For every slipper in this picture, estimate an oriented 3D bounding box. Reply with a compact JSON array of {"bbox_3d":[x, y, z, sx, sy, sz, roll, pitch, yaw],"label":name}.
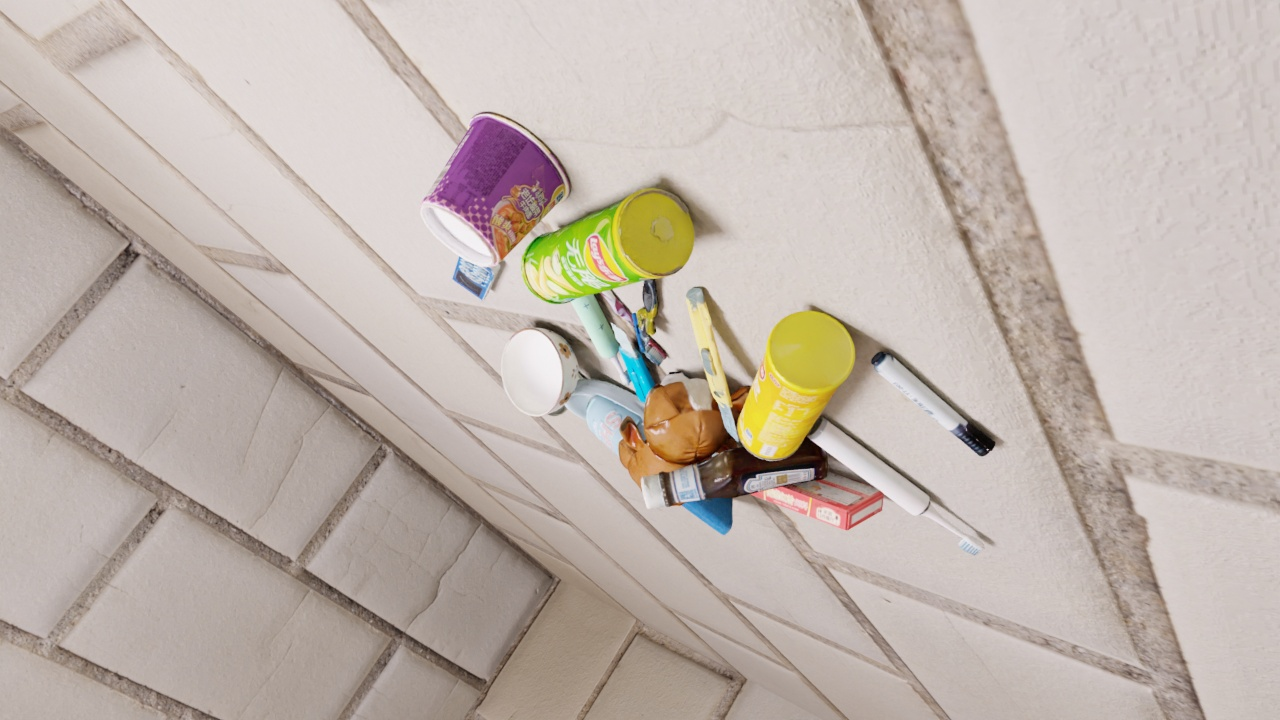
[{"bbox_3d":[0.001,0.103,1.210,0.245,0.074,0.104,24,157,18],"label":"slipper"}]

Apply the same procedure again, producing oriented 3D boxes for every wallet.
[{"bbox_3d":[0.070,0.180,1.284,0.133,0.040,0.106,38,-165,-7],"label":"wallet"}]

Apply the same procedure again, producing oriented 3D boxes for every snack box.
[{"bbox_3d":[0.185,0.143,1.021,0.153,0.075,0.025,16,112,42],"label":"snack box"}]

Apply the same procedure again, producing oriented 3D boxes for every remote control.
[{"bbox_3d":[-0.199,-0.108,1.115,0.049,0.024,0.125,37,159,-7],"label":"remote control"}]

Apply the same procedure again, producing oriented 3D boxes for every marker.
[{"bbox_3d":[0.242,0.036,0.756,0.130,0.018,0.023,38,152,-13],"label":"marker"}]

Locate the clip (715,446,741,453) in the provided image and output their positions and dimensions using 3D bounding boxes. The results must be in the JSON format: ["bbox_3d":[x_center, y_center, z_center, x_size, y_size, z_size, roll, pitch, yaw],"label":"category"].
[{"bbox_3d":[0.120,0.113,1.117,0.104,0.034,0.081,42,164,2],"label":"clip"}]

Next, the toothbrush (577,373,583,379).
[{"bbox_3d":[-0.043,0.070,1.295,0.029,0.020,0.189,-4,137,51],"label":"toothbrush"}]

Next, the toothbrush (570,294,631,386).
[{"bbox_3d":[-0.044,-0.029,1.048,0.026,0.027,0.225,38,165,33],"label":"toothbrush"}]

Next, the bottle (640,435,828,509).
[{"bbox_3d":[0.098,0.120,0.971,0.195,0.044,0.080,-13,152,4],"label":"bottle"}]

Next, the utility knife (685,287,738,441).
[{"bbox_3d":[0.073,0.006,0.900,0.031,0.020,0.195,32,153,47],"label":"utility knife"}]

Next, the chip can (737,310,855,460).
[{"bbox_3d":[0.135,0.031,0.834,0.072,0.072,0.214,30,160,11],"label":"chip can"}]

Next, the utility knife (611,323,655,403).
[{"bbox_3d":[-0.006,0.006,1.068,0.034,0.018,0.207,28,163,23],"label":"utility knife"}]

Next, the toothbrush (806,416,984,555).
[{"bbox_3d":[0.263,0.131,0.933,0.221,0.026,0.026,36,119,-6],"label":"toothbrush"}]

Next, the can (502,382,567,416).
[{"bbox_3d":[-0.142,0.037,1.289,0.094,0.066,0.066,22,158,48],"label":"can"}]

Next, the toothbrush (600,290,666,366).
[{"bbox_3d":[-0.028,-0.055,0.973,0.016,0.017,0.187,16,154,51],"label":"toothbrush"}]

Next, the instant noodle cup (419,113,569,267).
[{"bbox_3d":[-0.134,-0.144,0.814,0.111,0.099,0.112,29,161,11],"label":"instant noodle cup"}]

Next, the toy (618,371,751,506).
[{"bbox_3d":[0.047,0.078,1.032,0.140,0.130,0.200,-6,154,-12],"label":"toy"}]

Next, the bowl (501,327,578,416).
[{"bbox_3d":[-0.120,0.012,1.185,0.114,0.113,0.062,19,-163,38],"label":"bowl"}]

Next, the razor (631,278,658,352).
[{"bbox_3d":[0.008,-0.058,0.908,0.143,0.022,0.042,95,161,-65],"label":"razor"}]

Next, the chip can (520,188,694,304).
[{"bbox_3d":[-0.038,-0.095,0.814,0.072,0.072,0.222,42,160,-20],"label":"chip can"}]
